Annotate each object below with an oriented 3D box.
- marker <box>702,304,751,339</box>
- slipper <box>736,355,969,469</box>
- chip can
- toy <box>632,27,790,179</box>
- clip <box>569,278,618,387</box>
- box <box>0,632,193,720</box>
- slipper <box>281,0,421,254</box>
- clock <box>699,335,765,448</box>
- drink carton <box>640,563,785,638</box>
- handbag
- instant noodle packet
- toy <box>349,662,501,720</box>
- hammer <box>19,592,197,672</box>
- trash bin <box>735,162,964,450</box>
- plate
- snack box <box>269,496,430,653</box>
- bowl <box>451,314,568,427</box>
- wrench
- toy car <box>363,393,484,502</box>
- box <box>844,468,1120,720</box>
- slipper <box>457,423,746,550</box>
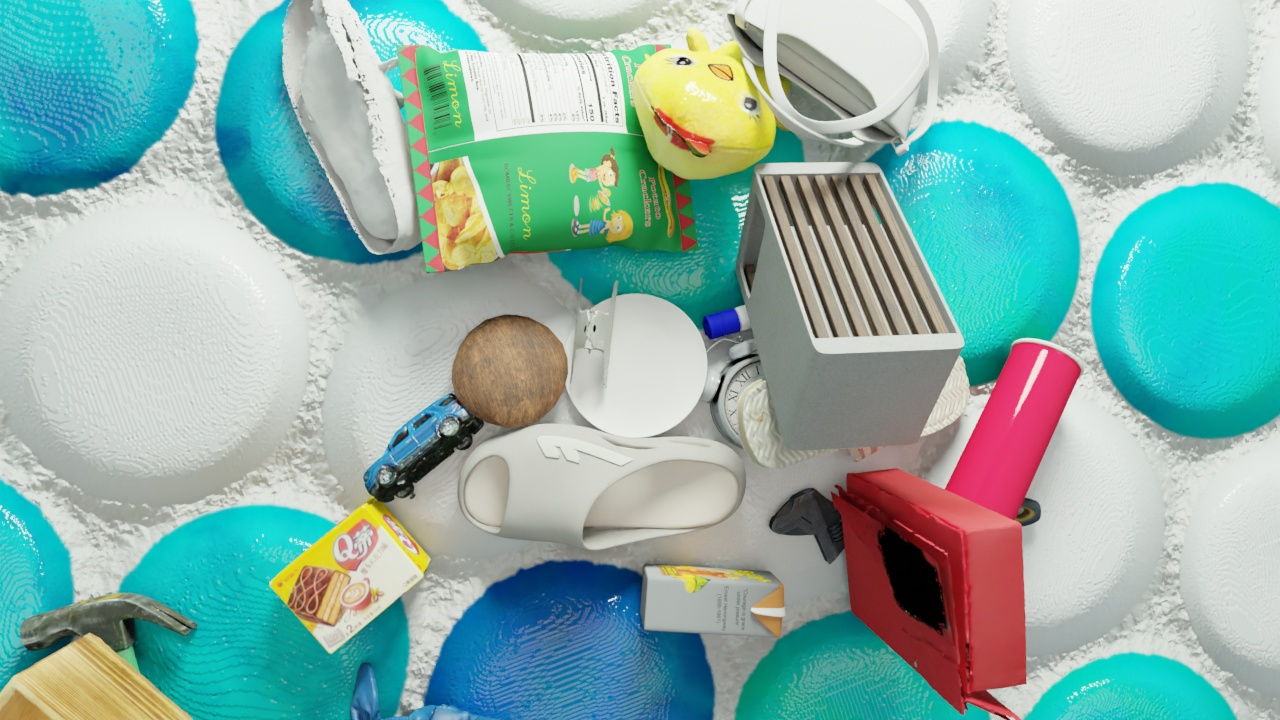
[{"bbox_3d":[0.126,-0.049,0.879,0.133,0.027,0.023,-16,91,-9],"label":"marker"},{"bbox_3d":[0.196,0.040,0.853,0.262,0.052,0.115,-12,92,-27],"label":"slipper"},{"bbox_3d":[0.341,0.090,0.866,0.069,0.069,0.220,32,77,-6],"label":"chip can"},{"bbox_3d":[0.068,-0.230,0.818,0.134,0.092,0.207,39,55,5],"label":"toy"},{"bbox_3d":[-0.045,-0.027,0.838,0.052,0.058,0.102,8,86,-45],"label":"clip"},{"bbox_3d":[-0.457,0.435,0.626,0.279,0.334,0.286,40,99,-1],"label":"box"},{"bbox_3d":[-0.245,-0.215,0.812,0.112,0.074,0.247,-23,90,24],"label":"slipper"},{"bbox_3d":[0.108,0.032,0.870,0.122,0.035,0.094,45,84,-5],"label":"clock"},{"bbox_3d":[0.065,0.220,0.845,0.125,0.076,0.048,4,88,-3],"label":"drink carton"},{"bbox_3d":[0.175,-0.258,0.806,0.216,0.096,0.222,33,47,-6],"label":"handbag"},{"bbox_3d":[-0.076,-0.185,0.820,0.252,0.090,0.195,-7,89,-20],"label":"instant noodle packet"},{"bbox_3d":[-0.199,0.328,0.813,0.176,0.071,0.112,-1,87,3],"label":"toy"},{"bbox_3d":[-0.429,0.359,0.801,0.130,0.032,0.318,-14,91,-8],"label":"hammer"},{"bbox_3d":[0.164,-0.052,0.777,0.114,0.115,0.228,-2,48,-7],"label":"trash bin"},{"bbox_3d":[-0.005,0.005,0.860,0.134,0.011,0.134,0,87,4],"label":"plate"},{"bbox_3d":[-0.253,0.186,0.809,0.105,0.061,0.083,-40,94,-7],"label":"snack box"},{"bbox_3d":[-0.115,0.003,0.824,0.102,0.026,0.114,23,60,-3],"label":"bowl"},{"bbox_3d":[0.259,0.154,0.894,0.273,0.022,0.073,-3,95,-6],"label":"wrench"},{"bbox_3d":[-0.196,0.078,0.824,0.120,0.056,0.043,-42,72,-11],"label":"toy car"},{"bbox_3d":[0.279,0.184,0.784,0.153,0.214,0.165,-9,97,-9],"label":"box"},{"bbox_3d":[-0.029,0.123,0.819,0.265,0.080,0.113,3,110,-10],"label":"slipper"}]
